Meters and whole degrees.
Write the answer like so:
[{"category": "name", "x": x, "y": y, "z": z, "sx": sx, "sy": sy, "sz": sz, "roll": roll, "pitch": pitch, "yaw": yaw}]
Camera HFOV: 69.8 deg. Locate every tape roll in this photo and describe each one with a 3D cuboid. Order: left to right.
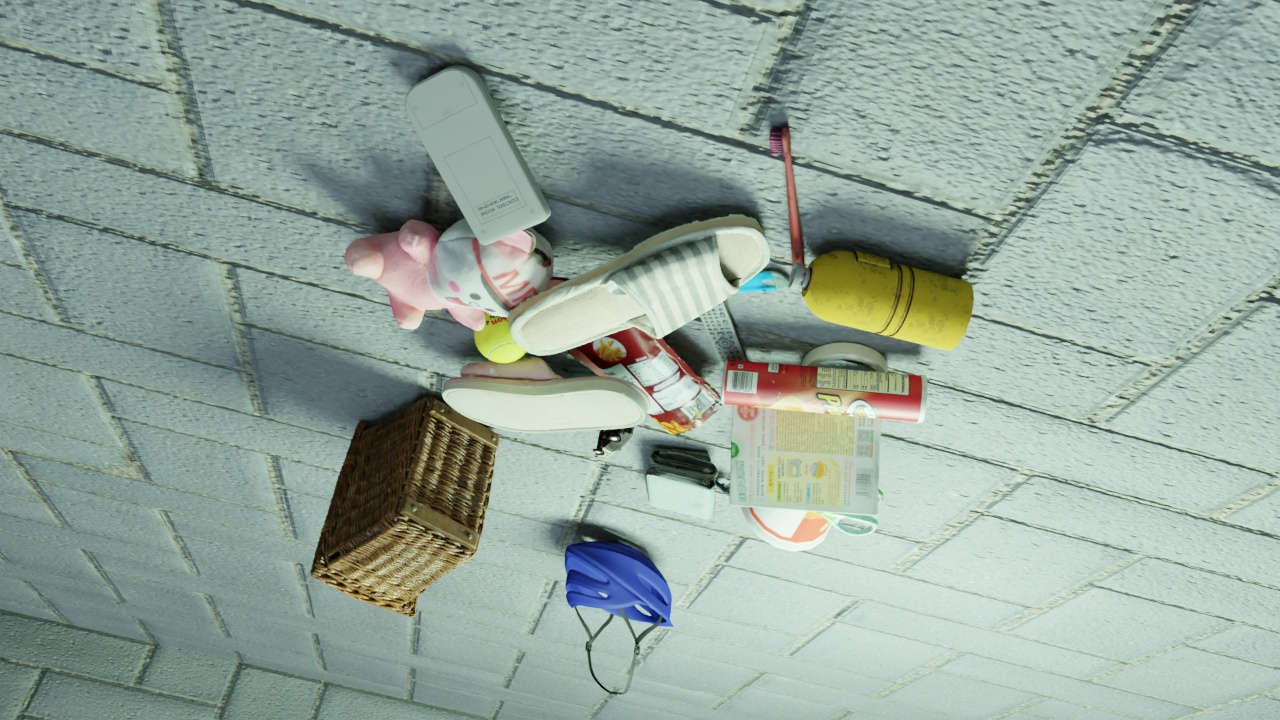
[{"category": "tape roll", "x": 0.228, "y": 0.014, "z": 1.027, "sx": 0.094, "sy": 0.018, "sz": 0.094, "roll": 7, "pitch": 145, "yaw": 5}]

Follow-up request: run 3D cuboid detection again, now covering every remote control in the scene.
[{"category": "remote control", "x": -0.143, "y": -0.180, "z": 0.804, "sx": 0.074, "sy": 0.019, "sz": 0.151, "roll": -18, "pitch": 114, "yaw": 23}, {"category": "remote control", "x": 0.092, "y": -0.025, "z": 1.011, "sx": 0.033, "sy": 0.013, "sz": 0.136, "roll": -4, "pitch": 143, "yaw": 21}]

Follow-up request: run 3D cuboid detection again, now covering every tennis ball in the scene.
[{"category": "tennis ball", "x": -0.153, "y": -0.030, "z": 1.029, "sx": 0.065, "sy": 0.065, "sz": 0.065, "roll": 8, "pitch": 145, "yaw": 5}]

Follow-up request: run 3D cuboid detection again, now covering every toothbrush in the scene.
[{"category": "toothbrush", "x": 0.136, "y": -0.137, "z": 0.838, "sx": 0.016, "sy": 0.016, "sz": 0.190, "roll": 4, "pitch": 145, "yaw": 18}]

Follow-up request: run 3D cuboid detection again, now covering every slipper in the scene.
[{"category": "slipper", "x": -0.112, "y": 0.038, "z": 1.075, "sx": 0.275, "sy": 0.054, "sz": 0.114, "roll": 0, "pitch": 146, "yaw": 27}, {"category": "slipper", "x": -0.003, "y": -0.062, "z": 0.896, "sx": 0.273, "sy": 0.054, "sz": 0.114, "roll": -21, "pitch": 149, "yaw": 16}]

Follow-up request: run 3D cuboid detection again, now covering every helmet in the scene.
[{"category": "helmet", "x": -0.048, "y": 0.415, "z": 1.495, "sx": 0.241, "sy": 0.227, "sz": 0.148, "roll": 35, "pitch": 149, "yaw": -30}]

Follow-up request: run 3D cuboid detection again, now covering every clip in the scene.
[{"category": "clip", "x": -0.087, "y": 0.022, "z": 1.120, "sx": 0.163, "sy": 0.028, "sz": 0.115, "roll": 17, "pitch": 144, "yaw": -10}]

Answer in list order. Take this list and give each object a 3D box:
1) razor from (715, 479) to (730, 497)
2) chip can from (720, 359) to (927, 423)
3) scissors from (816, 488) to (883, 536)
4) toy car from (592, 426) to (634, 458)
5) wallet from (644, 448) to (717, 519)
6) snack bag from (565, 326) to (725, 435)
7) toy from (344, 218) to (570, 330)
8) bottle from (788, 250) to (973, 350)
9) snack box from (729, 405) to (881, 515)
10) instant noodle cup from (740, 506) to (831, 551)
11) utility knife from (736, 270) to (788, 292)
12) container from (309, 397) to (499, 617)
[{"category": "razor", "x": 0.171, "y": 0.196, "z": 1.304, "sx": 0.144, "sy": 0.022, "sz": 0.043, "roll": 22, "pitch": -174, "yaw": -24}, {"category": "chip can", "x": 0.197, "y": 0.032, "z": 0.999, "sx": 0.215, "sy": 0.051, "sz": 0.052, "roll": 5, "pitch": 145, "yaw": 10}, {"category": "scissors", "x": 0.200, "y": 0.162, "z": 1.084, "sx": 0.175, "sy": 0.032, "sz": 0.093, "roll": 10, "pitch": 127, "yaw": -1}, {"category": "toy car", "x": -0.031, "y": 0.097, "z": 1.196, "sx": 0.037, "sy": 0.040, "sz": 0.093, "roll": 21, "pitch": 147, "yaw": -19}, {"category": "wallet", "x": 0.059, "y": 0.174, "z": 1.275, "sx": 0.100, "sy": 0.054, "sz": 0.132, "roll": 15, "pitch": 148, "yaw": 10}, {"category": "snack bag", "x": -0.006, "y": 0.006, "z": 1.043, "sx": 0.208, "sy": 0.066, "sz": 0.139, "roll": 38, "pitch": 142, "yaw": -29}, {"category": "toy", "x": -0.180, "y": -0.094, "z": 0.930, "sx": 0.213, "sy": 0.084, "sz": 0.142, "roll": -3, "pitch": 144, "yaw": 22}, {"category": "bottle", "x": 0.224, "y": -0.063, "z": 0.875, "sx": 0.164, "sy": 0.070, "sz": 0.071, "roll": 13, "pitch": 146, "yaw": -4}, {"category": "snack box", "x": 0.188, "y": 0.105, "z": 1.052, "sx": 0.168, "sy": 0.132, "sz": 0.027, "roll": 2, "pitch": -175, "yaw": 13}, {"category": "instant noodle cup", "x": 0.204, "y": 0.155, "z": 1.157, "sx": 0.123, "sy": 0.123, "sz": 0.121, "roll": 14, "pitch": 138, "yaw": -5}, {"category": "utility knife", "x": 0.064, "y": -0.074, "z": 0.951, "sx": 0.186, "sy": 0.015, "sz": 0.031, "roll": -4, "pitch": 138, "yaw": 23}, {"category": "container", "x": -0.301, "y": 0.184, "z": 1.235, "sx": 0.184, "sy": 0.249, "sz": 0.162, "roll": -31, "pitch": 129, "yaw": 34}]
